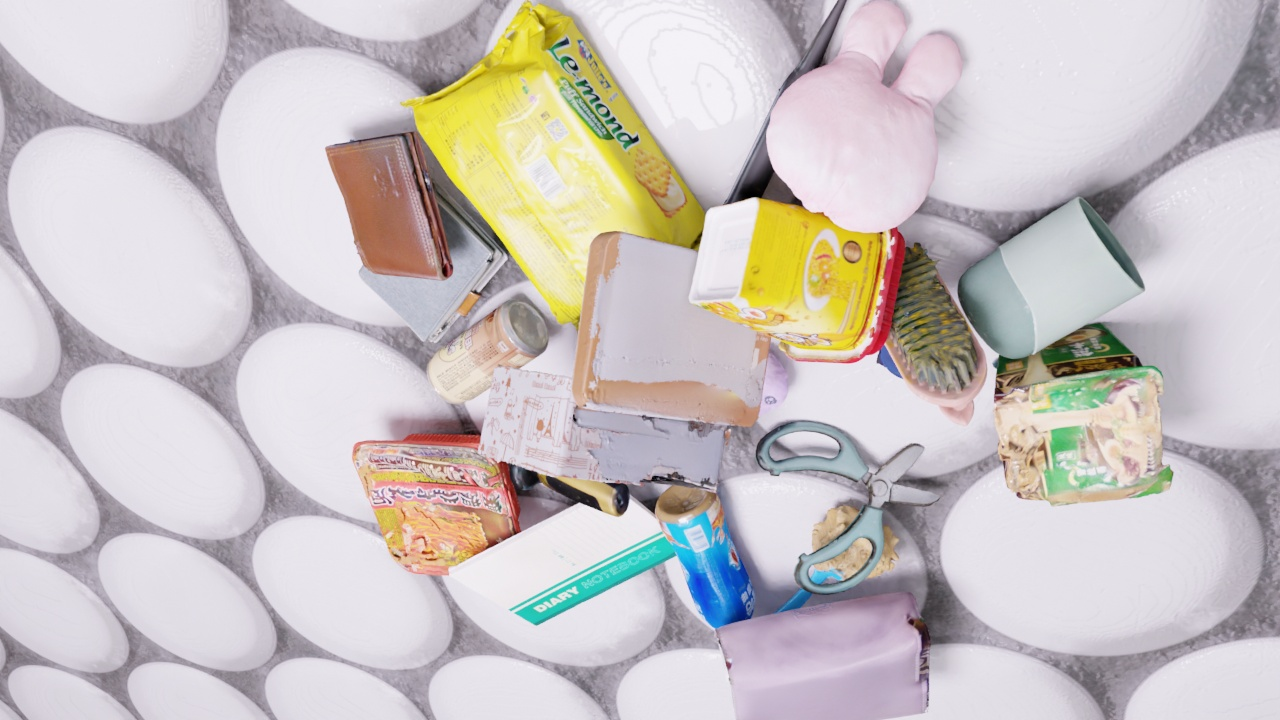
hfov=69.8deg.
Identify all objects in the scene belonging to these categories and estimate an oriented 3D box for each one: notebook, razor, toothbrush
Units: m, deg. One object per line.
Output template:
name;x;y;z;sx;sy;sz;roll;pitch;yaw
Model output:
notebook;-0.071;0.207;0.955;0.209;0.012;0.150;-30;133;17
razor;-0.069;0.114;0.882;0.168;0.067;0.062;17;140;50
toothbrush;0.113;-0.196;0.681;0.026;0.027;0.213;-5;134;-35

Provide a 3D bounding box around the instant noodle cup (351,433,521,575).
instant noodle cup;-0.200;0.146;0.971;0.165;0.078;0.189;1;123;15

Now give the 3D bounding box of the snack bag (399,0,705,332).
snack bag;-0.065;-0.145;0.743;0.158;0.068;0.246;-26;111;30

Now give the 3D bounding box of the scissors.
scissors;0.174;0.119;0.844;0.181;0.019;0.170;42;95;7

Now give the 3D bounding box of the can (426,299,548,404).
can;-0.144;-0.007;0.864;0.117;0.058;0.058;-31;110;31

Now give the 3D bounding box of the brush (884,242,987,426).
brush;0.215;-0.019;0.691;0.063;0.145;0.073;-21;135;8

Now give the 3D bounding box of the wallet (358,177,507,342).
wallet;-0.189;-0.088;0.839;0.106;0.036;0.130;45;124;-1

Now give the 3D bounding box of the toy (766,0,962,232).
toy;0.158;-0.166;0.631;0.121;0.159;0.054;32;171;-3

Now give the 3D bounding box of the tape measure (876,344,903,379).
tape measure;0.228;-0.010;0.769;0.058;0.025;0.055;5;126;19

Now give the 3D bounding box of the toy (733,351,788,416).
toy;0.082;0.023;0.829;0.108;0.038;0.084;-20;93;29

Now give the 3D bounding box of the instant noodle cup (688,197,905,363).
instant noodle cup;0.112;-0.064;0.682;0.123;0.116;0.116;14;86;-25

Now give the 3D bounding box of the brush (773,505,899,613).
brush;0.174;0.231;0.939;0.083;0.045;0.255;28;131;-4

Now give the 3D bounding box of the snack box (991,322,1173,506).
snack box;0.336;0.033;0.716;0.118;0.105;0.118;-10;120;20

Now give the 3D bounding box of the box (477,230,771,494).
box;-0.015;0.006;0.757;0.158;0.180;0.197;8;89;54

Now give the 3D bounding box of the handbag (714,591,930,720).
handbag;0.179;0.299;0.911;0.197;0.098;0.145;-11;138;0

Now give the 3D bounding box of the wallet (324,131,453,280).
wallet;-0.210;-0.128;0.775;0.101;0.032;0.125;4;116;38

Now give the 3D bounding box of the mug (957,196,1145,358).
mug;0.310;-0.053;0.689;0.111;0.082;0.107;22;133;-38

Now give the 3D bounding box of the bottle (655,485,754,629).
bottle;0.079;0.223;0.948;0.065;0.065;0.219;-10;120;23
